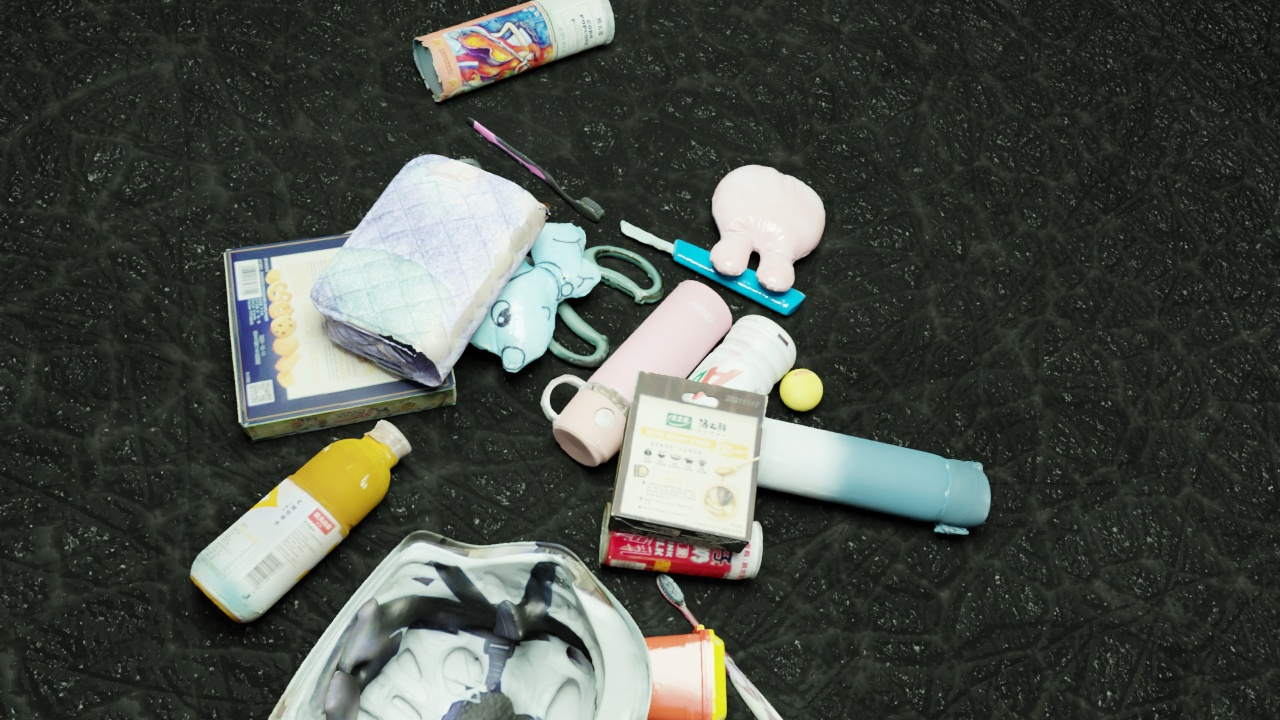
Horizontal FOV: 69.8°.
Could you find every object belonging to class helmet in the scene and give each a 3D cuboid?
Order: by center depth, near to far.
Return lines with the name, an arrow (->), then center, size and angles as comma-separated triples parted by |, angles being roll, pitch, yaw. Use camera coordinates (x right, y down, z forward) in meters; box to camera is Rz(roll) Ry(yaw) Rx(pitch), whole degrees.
helmet -> -0.109, 0.253, 0.640 | 0.259, 0.146, 0.228 | 8, 45, 20

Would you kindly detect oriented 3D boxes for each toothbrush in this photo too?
toothbrush -> 0.074, 0.251, 0.757 | 0.016, 0.017, 0.187 | -33, 71, -22
toothbrush -> -0.112, -0.205, 0.969 | 0.189, 0.014, 0.017 | 38, 54, 12

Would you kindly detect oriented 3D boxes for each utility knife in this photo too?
utility knife -> 0.070, -0.098, 0.938 | 0.205, 0.018, 0.034 | 26, 50, 5

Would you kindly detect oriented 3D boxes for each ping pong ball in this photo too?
ping pong ball -> 0.153, 0.028, 0.872 | 0.040, 0.040, 0.040 | 4, 62, -7

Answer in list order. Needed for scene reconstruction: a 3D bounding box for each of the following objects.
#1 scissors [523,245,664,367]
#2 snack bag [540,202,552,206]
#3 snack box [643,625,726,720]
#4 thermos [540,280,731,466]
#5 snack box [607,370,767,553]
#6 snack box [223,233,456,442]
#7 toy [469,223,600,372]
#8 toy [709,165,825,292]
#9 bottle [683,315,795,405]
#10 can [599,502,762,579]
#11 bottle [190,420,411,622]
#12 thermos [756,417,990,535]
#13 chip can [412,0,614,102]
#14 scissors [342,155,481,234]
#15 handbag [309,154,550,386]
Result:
scissors -> -0.069, -0.060, 0.897 | 0.175, 0.019, 0.175 | 15, 62, -2
snack bag -> -0.139, -0.138, 0.916 | 0.104, 0.026, 0.048 | -32, 28, -21
snack box -> 0.022, 0.249, 0.712 | 0.080, 0.091, 0.081 | 1, 63, 0
thermos -> -0.005, 0.005, 0.843 | 0.087, 0.067, 0.198 | 45, 65, -1
snack box -> 0.039, 0.084, 0.756 | 0.113, 0.053, 0.125 | 12, 62, -3
snack box -> -0.272, -0.030, 0.834 | 0.182, 0.046, 0.177 | -10, 65, -14
toy -> -0.111, -0.066, 0.859 | 0.156, 0.050, 0.161 | -15, 65, -14
toy -> 0.126, -0.136, 0.944 | 0.121, 0.054, 0.159 | 22, 55, 3
bottle -> 0.064, 0.045, 0.837 | 0.068, 0.068, 0.196 | 37, 67, 11
can -> 0.034, 0.154, 0.781 | 0.132, 0.053, 0.053 | 7, 62, -5
bottle -> -0.267, 0.124, 0.742 | 0.068, 0.068, 0.189 | 39, 64, 12
thermos -> 0.203, 0.104, 0.828 | 0.220, 0.070, 0.070 | 13, 61, -2
chip can -> -0.138, -0.352, 1.008 | 0.214, 0.071, 0.071 | -26, 69, -20
scissors -> -0.219, -0.145, 0.921 | 0.150, 0.014, 0.170 | 20, 62, 3
handbag -> -0.182, -0.083, 0.804 | 0.134, 0.076, 0.193 | 22, 63, 14
